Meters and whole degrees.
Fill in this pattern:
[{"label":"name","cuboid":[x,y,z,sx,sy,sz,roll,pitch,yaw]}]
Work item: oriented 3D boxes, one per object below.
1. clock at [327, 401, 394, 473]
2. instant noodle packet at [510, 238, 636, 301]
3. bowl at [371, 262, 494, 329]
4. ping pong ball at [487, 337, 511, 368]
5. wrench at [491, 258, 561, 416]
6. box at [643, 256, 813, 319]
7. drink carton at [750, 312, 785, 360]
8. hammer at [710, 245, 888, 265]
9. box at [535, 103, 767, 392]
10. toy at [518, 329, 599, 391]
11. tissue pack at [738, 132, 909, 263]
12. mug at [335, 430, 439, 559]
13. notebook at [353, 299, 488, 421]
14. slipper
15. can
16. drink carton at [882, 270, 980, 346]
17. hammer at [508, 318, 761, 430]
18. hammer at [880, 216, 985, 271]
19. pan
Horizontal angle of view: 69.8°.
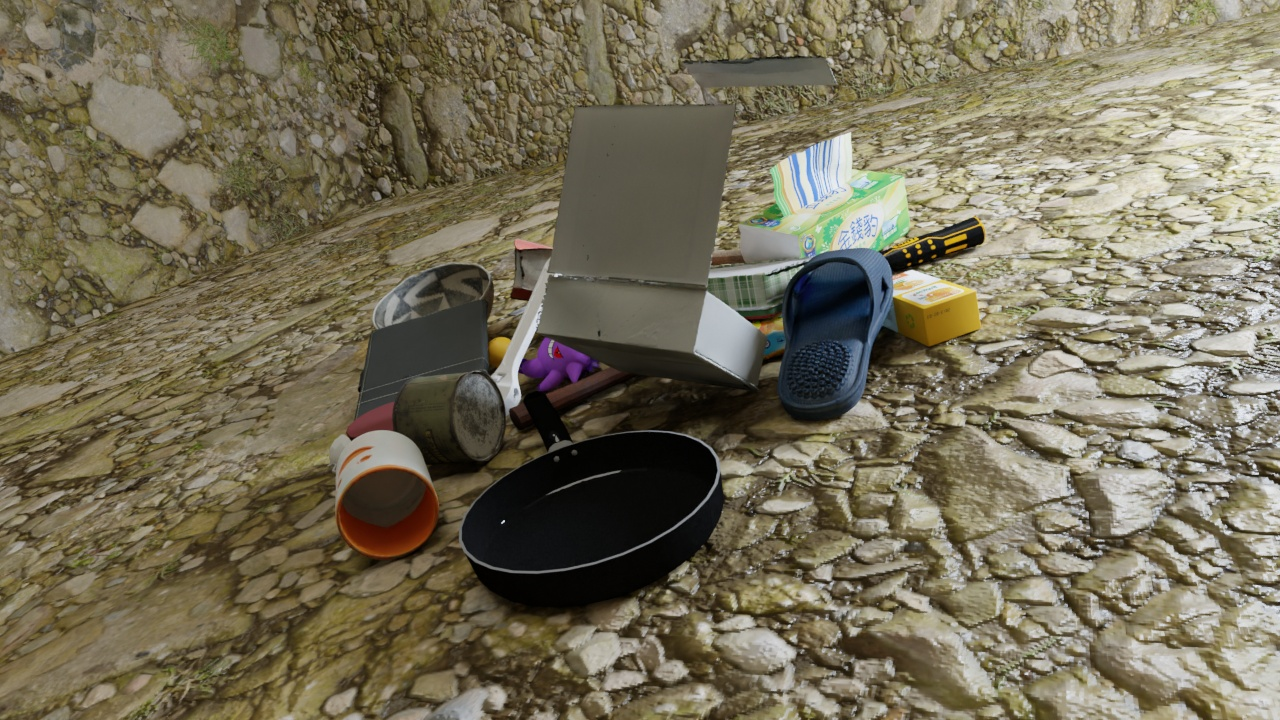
[{"label":"clock","cuboid":[-0.262,0.084,0.957,0.096,0.048,0.137,-5,22,27]},{"label":"instant noodle packet","cuboid":[-0.039,-0.113,1.232,0.221,0.084,0.164,4,0,29]},{"label":"bowl","cuboid":[-0.286,-0.061,1.316,0.178,0.081,0.178,-11,38,8]},{"label":"ping pong ball","cuboid":[-0.176,-0.010,1.163,0.040,0.040,0.040,-14,19,5]},{"label":"wrench","cuboid":[-0.135,-0.034,1.075,0.066,0.018,0.272,-14,41,34]},{"label":"box","cuboid":[0.096,-0.080,1.047,0.206,0.050,0.117,1,14,44]},{"label":"drink carton","cuboid":[0.159,-0.031,0.970,0.129,0.038,0.044,-16,16,-4]},{"label":"hammer","cuboid":[0.168,-0.143,1.238,0.319,0.049,0.121,-1,0,21]},{"label":"box","cuboid":[-0.023,-0.163,0.764,0.167,0.513,0.172,8,39,29]},{"label":"toy","cuboid":[-0.085,-0.006,1.061,0.088,0.056,0.105,0,59,49]},{"label":"tissue pack","cuboid":[0.217,-0.189,1.100,0.197,0.141,0.120,-34,33,-32]},{"label":"mug","cuboid":[-0.222,0.113,0.795,0.082,0.082,0.105,-20,19,-14]},{"label":"notebook","cuboid":[-0.268,0.005,1.137,0.169,0.029,0.208,-16,33,2]},{"label":"slipper","cuboid":[0.178,-0.052,0.878,0.101,0.082,0.262,-5,36,26]},{"label":"can","cuboid":[-0.190,0.058,0.911,0.075,0.090,0.089,-6,21,25]},{"label":"drink carton","cuboid":[0.285,-0.056,0.943,0.058,0.040,0.122,-19,20,-10]},{"label":"hammer","cuboid":[-0.006,0.006,1.012,0.300,0.028,0.111,-24,22,-23]},{"label":"hammer","cuboid":[0.269,-0.111,1.123,0.320,0.036,0.123,-19,19,-4]},{"label":"pan","cuboid":[-0.056,0.096,0.773,0.204,0.044,0.355,-19,20,-11]}]
